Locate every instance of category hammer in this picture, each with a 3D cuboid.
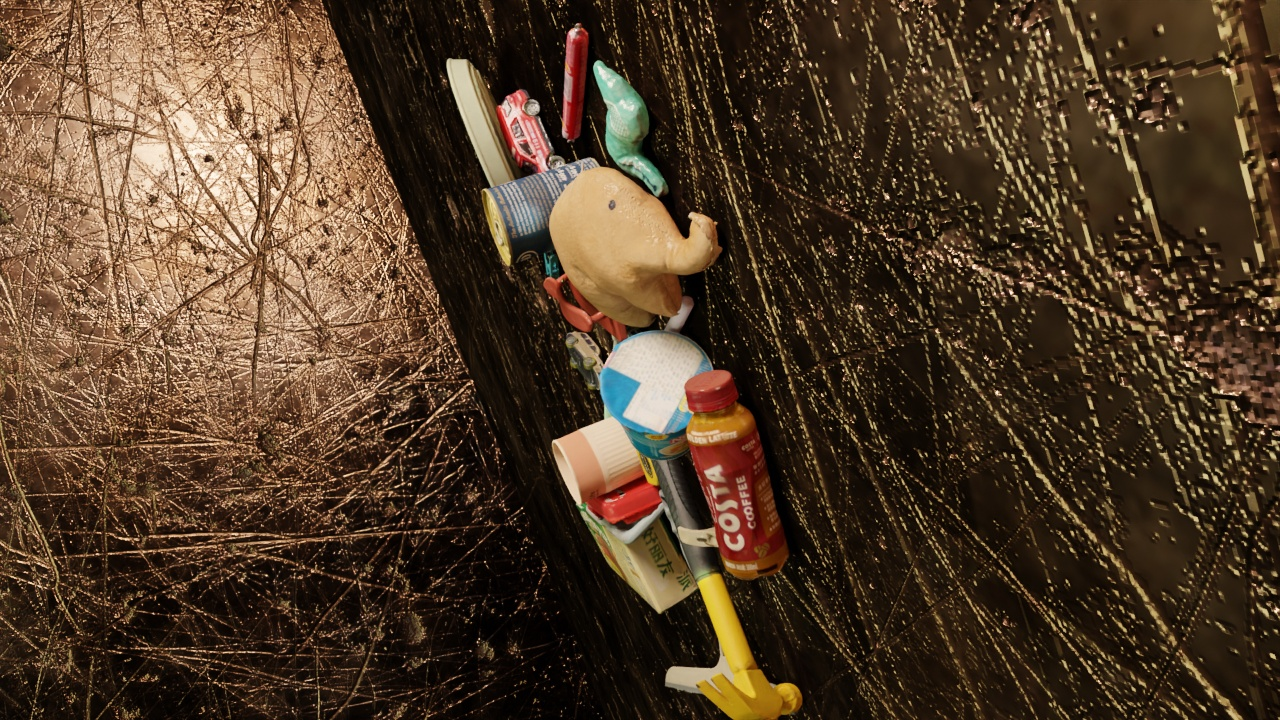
[{"bbox_3d":[0.069,0.218,0.927,0.128,0.033,0.300,15,-133,-51],"label":"hammer"}]

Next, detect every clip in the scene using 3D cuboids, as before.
[{"bbox_3d":[-0.114,-0.124,1.185,0.041,0.014,0.056,59,161,31],"label":"clip"},{"bbox_3d":[0.086,0.168,0.873,0.098,0.064,0.034,19,132,61],"label":"clip"}]

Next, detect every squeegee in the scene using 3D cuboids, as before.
[{"bbox_3d":[0.072,0.260,1.044,0.247,0.039,0.246,-21,86,58],"label":"squeegee"}]

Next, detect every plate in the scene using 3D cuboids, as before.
[{"bbox_3d":[-0.161,-0.237,1.052,0.230,0.027,0.230,-20,-93,-88],"label":"plate"}]

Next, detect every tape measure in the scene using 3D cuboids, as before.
[{"bbox_3d":[0.018,0.111,1.033,0.060,0.029,0.057,69,166,-3],"label":"tape measure"}]

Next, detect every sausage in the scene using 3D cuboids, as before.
[{"bbox_3d":[-0.059,-0.243,0.815,0.020,0.020,0.156,63,164,17],"label":"sausage"}]

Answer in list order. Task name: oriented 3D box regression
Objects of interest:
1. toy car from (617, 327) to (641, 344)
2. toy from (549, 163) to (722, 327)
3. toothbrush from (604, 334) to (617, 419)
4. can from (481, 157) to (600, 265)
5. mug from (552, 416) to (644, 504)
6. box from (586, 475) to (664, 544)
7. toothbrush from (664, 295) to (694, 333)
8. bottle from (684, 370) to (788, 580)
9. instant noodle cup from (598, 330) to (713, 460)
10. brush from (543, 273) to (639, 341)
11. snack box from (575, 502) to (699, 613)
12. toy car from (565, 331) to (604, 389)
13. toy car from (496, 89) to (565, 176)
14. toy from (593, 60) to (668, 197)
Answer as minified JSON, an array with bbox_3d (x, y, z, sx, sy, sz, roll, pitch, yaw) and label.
[{"bbox_3d":[-0.006,0.006,0.962,0.049,0.031,0.106,55,162,41],"label":"toy car"},{"bbox_3d":[-0.011,-0.097,0.751,0.143,0.082,0.226,48,166,-8],"label":"toy"},{"bbox_3d":[-0.029,0.022,1.075,0.027,0.026,0.225,23,150,12],"label":"toothbrush"},{"bbox_3d":[-0.086,-0.143,0.876,0.075,0.111,0.075,159,90,-76],"label":"can"},{"bbox_3d":[-0.045,0.110,1.101,0.114,0.105,0.082,23,133,70],"label":"mug"},{"bbox_3d":[-0.019,0.176,1.149,0.201,0.090,0.068,-171,60,-73],"label":"box"},{"bbox_3d":[0.026,-0.014,0.848,0.189,0.021,0.029,111,167,-67],"label":"toothbrush"},{"bbox_3d":[0.076,0.094,0.753,0.057,0.057,0.175,33,143,65],"label":"bottle"},{"bbox_3d":[0.018,0.040,0.829,0.099,0.099,0.110,61,172,24],"label":"instant noodle cup"},{"bbox_3d":[-0.053,-0.069,0.945,0.146,0.069,0.063,42,149,58],"label":"brush"},{"bbox_3d":[-0.011,0.246,1.232,0.114,0.063,0.240,62,166,-10],"label":"snack box"},{"bbox_3d":[-0.065,-0.001,1.147,0.090,0.035,0.042,51,160,45],"label":"toy car"},{"bbox_3d":[-0.117,-0.230,0.988,0.120,0.045,0.053,63,166,8],"label":"toy car"},{"bbox_3d":[-0.007,-0.175,0.719,0.096,0.030,0.092,54,166,19],"label":"toy"}]
